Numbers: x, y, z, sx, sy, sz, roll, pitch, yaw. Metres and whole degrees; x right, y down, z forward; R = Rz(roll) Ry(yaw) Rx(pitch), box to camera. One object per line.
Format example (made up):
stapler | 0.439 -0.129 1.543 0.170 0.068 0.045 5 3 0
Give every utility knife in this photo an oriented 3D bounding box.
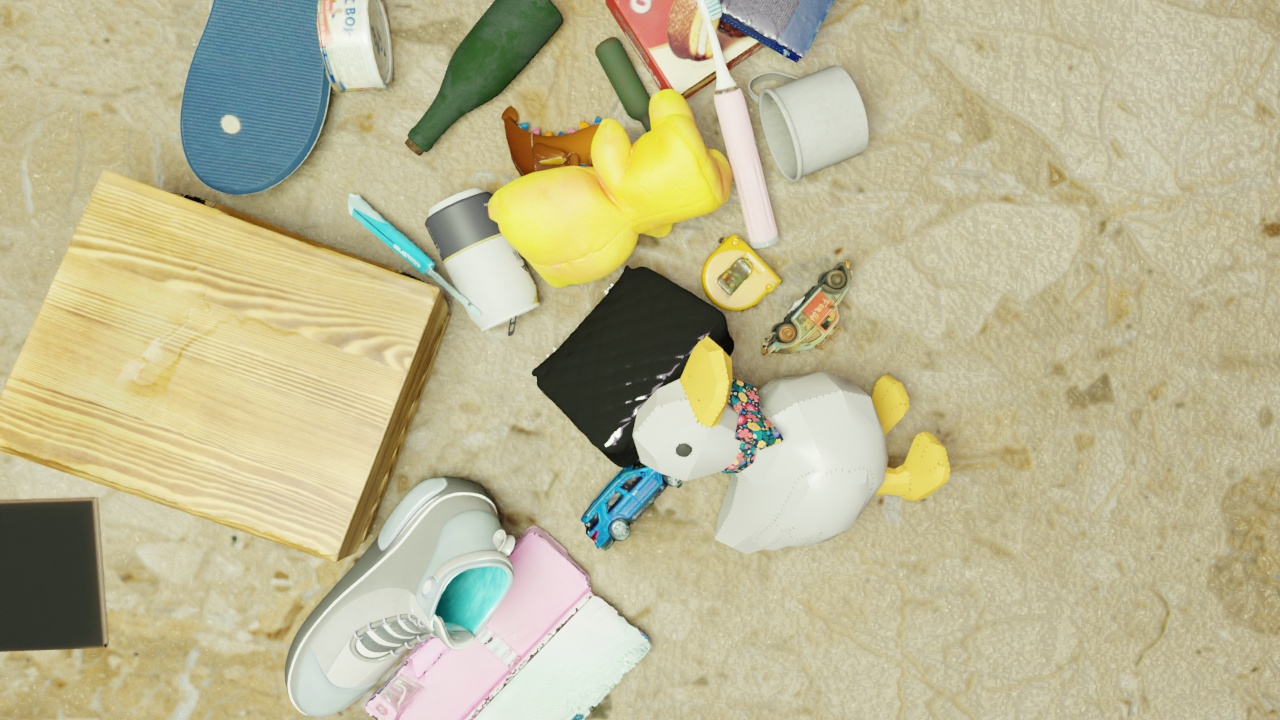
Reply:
utility knife | -0.196 -0.092 0.799 0.169 0.015 0.022 39 134 16

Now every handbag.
handbag | -0.005 0.005 0.808 0.125 0.115 0.153 39 86 22

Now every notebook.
notebook | -0.601 0.199 0.843 0.209 0.008 0.141 -2 94 -1

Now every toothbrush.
toothbrush | 0.082 -0.199 0.778 0.026 0.027 0.223 -21 118 -5

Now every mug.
mug | 0.143 -0.217 0.799 0.070 0.084 0.113 -22 63 -2

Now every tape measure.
tape measure | 0.084 -0.075 0.828 0.059 0.030 0.068 -45 94 0

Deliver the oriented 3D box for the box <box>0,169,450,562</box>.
box | -0.328 0.002 0.772 0.279 0.176 0.247 20 83 -2

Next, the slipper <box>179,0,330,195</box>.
slipper | -0.320 -0.286 0.789 0.118 0.060 0.295 5 92 -5

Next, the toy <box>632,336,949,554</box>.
toy | 0.114 0.079 0.770 0.267 0.140 0.247 -3 134 -19

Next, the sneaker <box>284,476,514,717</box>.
sneaker | -0.202 0.229 0.775 0.093 0.160 0.256 38 90 -30

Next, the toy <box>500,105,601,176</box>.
toy | -0.073 -0.196 0.814 0.090 0.071 0.103 -27 72 -12

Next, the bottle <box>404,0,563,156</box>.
bottle | -0.143 -0.249 0.797 0.055 0.055 0.174 41 94 -4

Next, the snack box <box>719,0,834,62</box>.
snack box | 0.132 -0.331 0.749 0.082 0.027 0.150 29 96 -6

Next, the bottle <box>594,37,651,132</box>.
bottle | -0.006 -0.235 0.815 0.025 0.025 0.106 -29 94 1

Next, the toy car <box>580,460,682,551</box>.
toy car | -0.005 0.119 0.828 0.120 0.056 0.043 -45 93 4

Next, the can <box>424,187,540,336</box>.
can | -0.135 -0.082 0.804 0.064 0.064 0.127 -25 95 0

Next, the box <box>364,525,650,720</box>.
box | -0.120 0.287 0.849 0.159 0.035 0.230 44 92 -5

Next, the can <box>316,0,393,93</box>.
can | -0.241 -0.272 0.777 0.043 0.086 0.086 -4 94 -2

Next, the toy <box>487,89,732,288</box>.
toy | -0.016 -0.127 0.769 0.194 0.134 0.087 -26 53 10

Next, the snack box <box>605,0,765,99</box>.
snack box | 0.095 -0.335 0.792 0.236 0.060 0.113 -34 96 1

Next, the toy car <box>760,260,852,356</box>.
toy car | 0.158 -0.037 0.824 0.047 0.047 0.112 41 94 -4
